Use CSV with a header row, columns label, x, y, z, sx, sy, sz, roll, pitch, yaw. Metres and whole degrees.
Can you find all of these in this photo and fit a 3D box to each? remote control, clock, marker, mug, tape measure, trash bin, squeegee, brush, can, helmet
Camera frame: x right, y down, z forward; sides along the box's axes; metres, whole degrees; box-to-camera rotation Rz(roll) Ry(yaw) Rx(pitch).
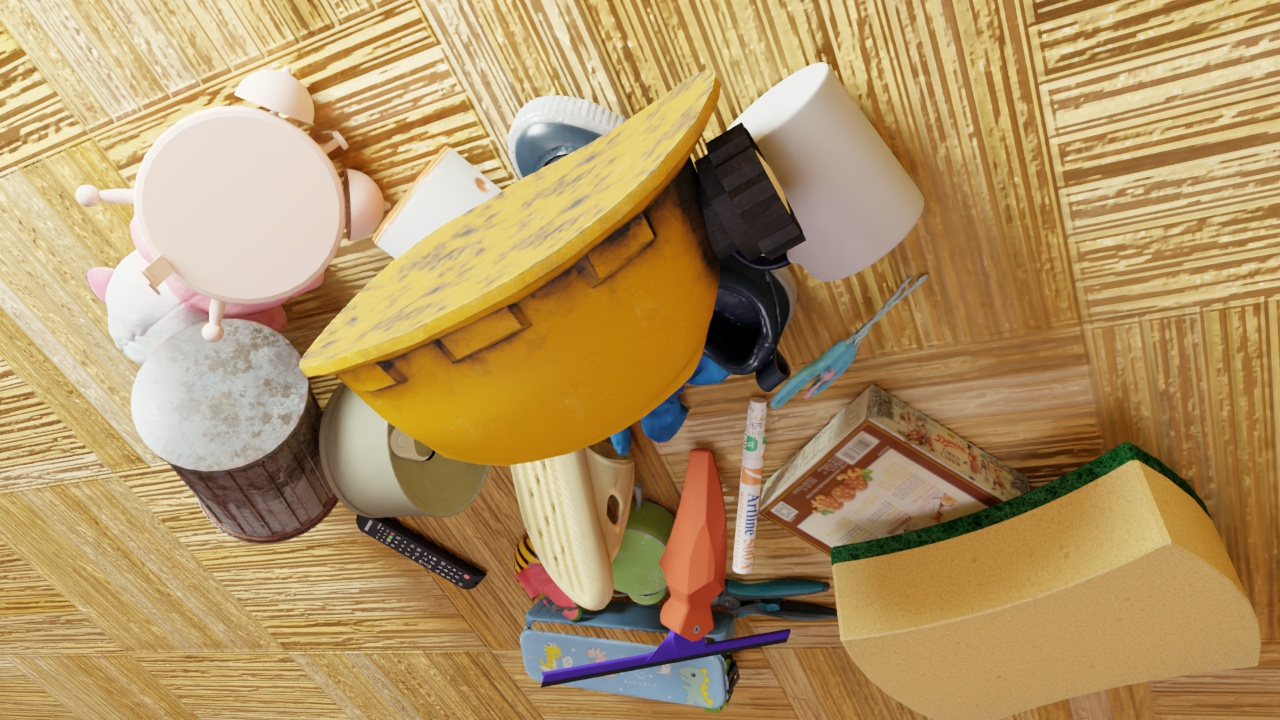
label,x,y,z,sx,sy,sz,roll,pitch,yaw
remote control,-0.228,0.195,0.950,0.147,0.015,0.033,32,132,-8
clock,-0.267,-0.106,0.623,0.086,0.160,0.131,23,150,58
marker,0.086,0.099,0.717,0.017,0.017,0.146,8,109,14
mug,0.090,-0.099,0.537,0.112,0.078,0.097,-32,113,28
clock,-0.008,0.171,0.821,0.094,0.042,0.120,28,124,-3
tape measure,0.077,0.311,0.907,0.036,0.058,0.066,-2,126,21
trash bin,-0.322,0.067,0.763,0.131,0.130,0.212,22,153,1
squeegee,0.044,0.164,0.751,0.055,0.249,0.185,12,99,57
mug,-0.116,-0.082,0.629,0.105,0.082,0.083,38,131,-15
brush,0.285,0.175,0.659,0.251,0.075,0.195,-28,129,29
can,-0.190,0.065,0.751,0.073,0.127,0.128,-7,126,27
helmet,-0.038,-0.025,0.487,0.256,0.205,0.131,-28,113,15

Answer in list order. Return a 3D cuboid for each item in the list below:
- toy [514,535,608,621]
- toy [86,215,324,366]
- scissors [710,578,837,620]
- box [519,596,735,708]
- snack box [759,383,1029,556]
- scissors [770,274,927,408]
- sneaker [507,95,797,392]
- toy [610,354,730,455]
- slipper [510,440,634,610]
label,x,y,z,sx,sy,sz,roll,pitch,yaw
toy,-0.079,0.202,0.879,0.103,0.046,0.084,13,115,21
toy,-0.360,-0.056,0.740,0.214,0.084,0.142,-26,120,34
scissors,0.111,0.222,0.846,0.149,0.019,0.131,30,132,-7
box,-0.012,0.283,0.889,0.211,0.072,0.079,-1,96,20
snack box,0.190,0.106,0.702,0.147,0.041,0.144,31,132,-7
scissors,0.129,-0.007,0.600,0.015,0.119,0.139,48,140,21
sneaker,0.005,-0.070,0.590,0.235,0.087,0.089,36,131,-11
toy,-0.004,0.004,0.659,0.176,0.071,0.113,28,110,-35
slipper,-0.056,0.076,0.748,0.111,0.079,0.262,18,126,48
